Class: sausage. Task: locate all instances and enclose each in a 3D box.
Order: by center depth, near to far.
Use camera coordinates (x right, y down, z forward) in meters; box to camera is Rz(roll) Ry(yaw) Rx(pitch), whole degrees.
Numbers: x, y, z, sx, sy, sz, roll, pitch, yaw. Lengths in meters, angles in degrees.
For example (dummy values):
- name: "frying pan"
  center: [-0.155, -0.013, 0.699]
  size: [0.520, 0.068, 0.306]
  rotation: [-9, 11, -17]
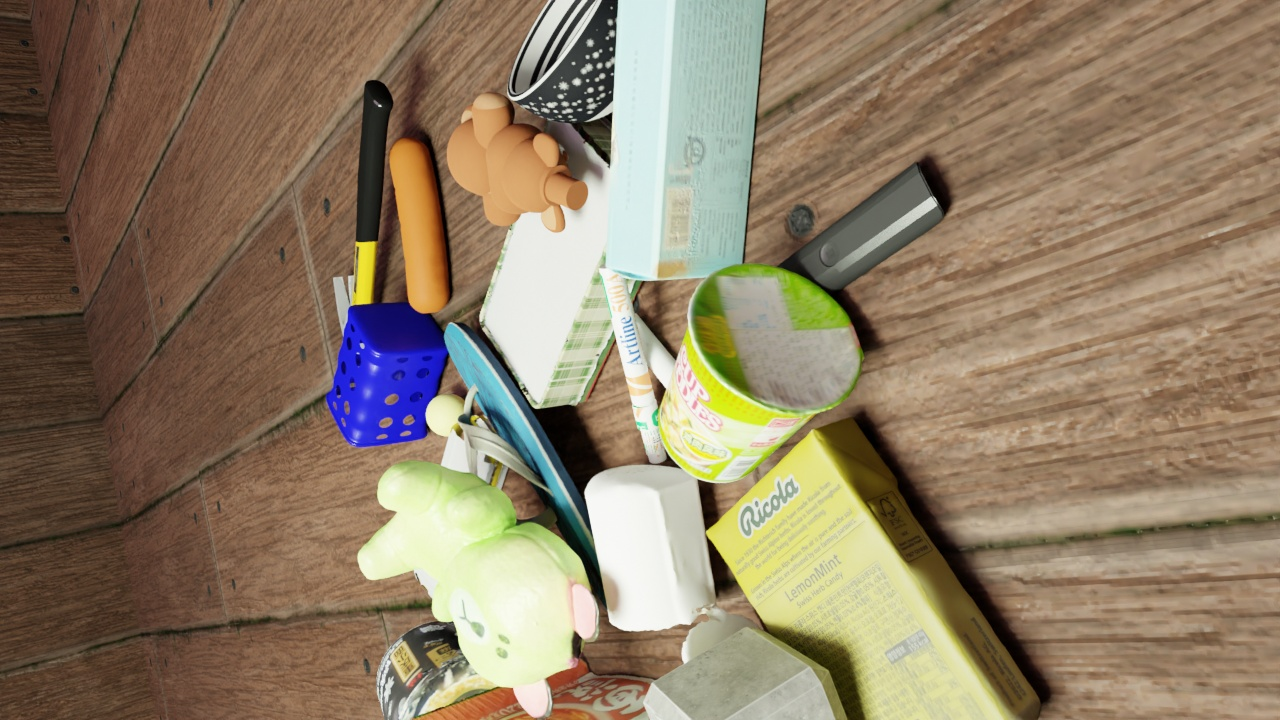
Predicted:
- name: "sausage"
  center: [-0.205, -0.126, 0.852]
  size: [0.045, 0.039, 0.164]
  rotation: [-7, 92, 54]

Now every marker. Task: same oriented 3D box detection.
- name: "marker"
  center: [0.026, 0.016, 0.620]
  size: [0.133, 0.017, 0.020]
  rotation: [51, 169, 31]
- name: "marker"
  center: [-0.004, 0.004, 0.626]
  size: [0.017, 0.017, 0.145]
  rotation: [11, 121, 48]

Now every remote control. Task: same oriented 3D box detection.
- name: "remote control"
  center: [0.107, -0.058, 0.514]
  size: [0.147, 0.015, 0.033]
  rotation: [-37, 68, 46]

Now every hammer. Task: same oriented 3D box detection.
- name: "hammer"
  center: [0.119, 0.247, 0.399]
  size: [0.163, 0.082, 0.318]
  rotation: [68, 161, -10]
- name: "hammer"
  center: [-0.269, -0.122, 0.902]
  size: [0.127, 0.029, 0.325]
  rotation: [56, 143, 35]

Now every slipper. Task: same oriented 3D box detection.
- name: "slipper"
  center: [-0.101, 0.083, 0.725]
  size: [0.294, 0.060, 0.118]
  rotation: [54, 158, 26]

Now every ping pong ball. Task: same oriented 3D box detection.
- name: "ping pong ball"
  center: [-0.179, 0.050, 0.852]
  size: [0.040, 0.040, 0.040]
  rotation: [11, 105, 48]

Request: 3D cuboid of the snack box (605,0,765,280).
- name: "snack box"
  center: [0.026, -0.136, 0.551]
  size: [0.053, 0.074, 0.175]
  rotation: [21, 112, 47]

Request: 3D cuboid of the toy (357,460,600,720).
- name: "toy"
  center: [-0.106, 0.152, 0.659]
  size: [0.197, 0.107, 0.150]
  rotation: [33, 125, 16]

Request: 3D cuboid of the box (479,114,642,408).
- name: "box"
  center: [-0.052, -0.072, 0.676]
  size: [0.117, 0.050, 0.206]
  rotation: [52, 131, 35]

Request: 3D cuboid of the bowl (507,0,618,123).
- name: "bowl"
  center: [-0.025, -0.203, 0.596]
  size: [0.120, 0.066, 0.120]
  rotation: [-39, 34, 34]

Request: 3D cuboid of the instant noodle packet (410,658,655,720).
- name: "instant noodle packet"
  center: [-0.035, 0.281, 0.627]
  size: [0.221, 0.164, 0.084]
  rotation: [-9, 88, 51]

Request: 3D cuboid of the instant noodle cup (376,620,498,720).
- name: "instant noodle cup"
  center: [-0.174, 0.305, 0.829]
  size: [0.112, 0.137, 0.137]
  rotation: [16, 109, 56]

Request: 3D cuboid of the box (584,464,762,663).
- name: "box"
  center: [0.026, 0.146, 0.599]
  size: [0.126, 0.084, 0.156]
  rotation: [-8, 92, 44]

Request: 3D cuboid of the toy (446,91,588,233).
- name: "toy"
  center: [-0.079, -0.133, 0.622]
  size: [0.128, 0.065, 0.095]
  rotation: [28, 135, 36]

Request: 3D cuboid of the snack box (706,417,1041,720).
- name: "snack box"
  center: [0.123, 0.137, 0.508]
  size: [0.181, 0.045, 0.122]
  rotation: [58, 137, 23]

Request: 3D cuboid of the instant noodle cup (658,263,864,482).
- name: "instant noodle cup"
  center: [0.057, 0.015, 0.525]
  size: [0.099, 0.098, 0.108]
  rotation: [60, 149, 24]

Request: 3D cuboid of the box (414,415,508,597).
- name: "box"
  center: [-0.169, 0.146, 0.869]
  size: [0.064, 0.037, 0.210]
  rotation: [42, 126, 31]

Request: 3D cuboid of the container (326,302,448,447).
- name: "container"
  center: [-0.246, 0.012, 0.893]
  size: [0.085, 0.084, 0.114]
  rotation: [48, 129, 35]
